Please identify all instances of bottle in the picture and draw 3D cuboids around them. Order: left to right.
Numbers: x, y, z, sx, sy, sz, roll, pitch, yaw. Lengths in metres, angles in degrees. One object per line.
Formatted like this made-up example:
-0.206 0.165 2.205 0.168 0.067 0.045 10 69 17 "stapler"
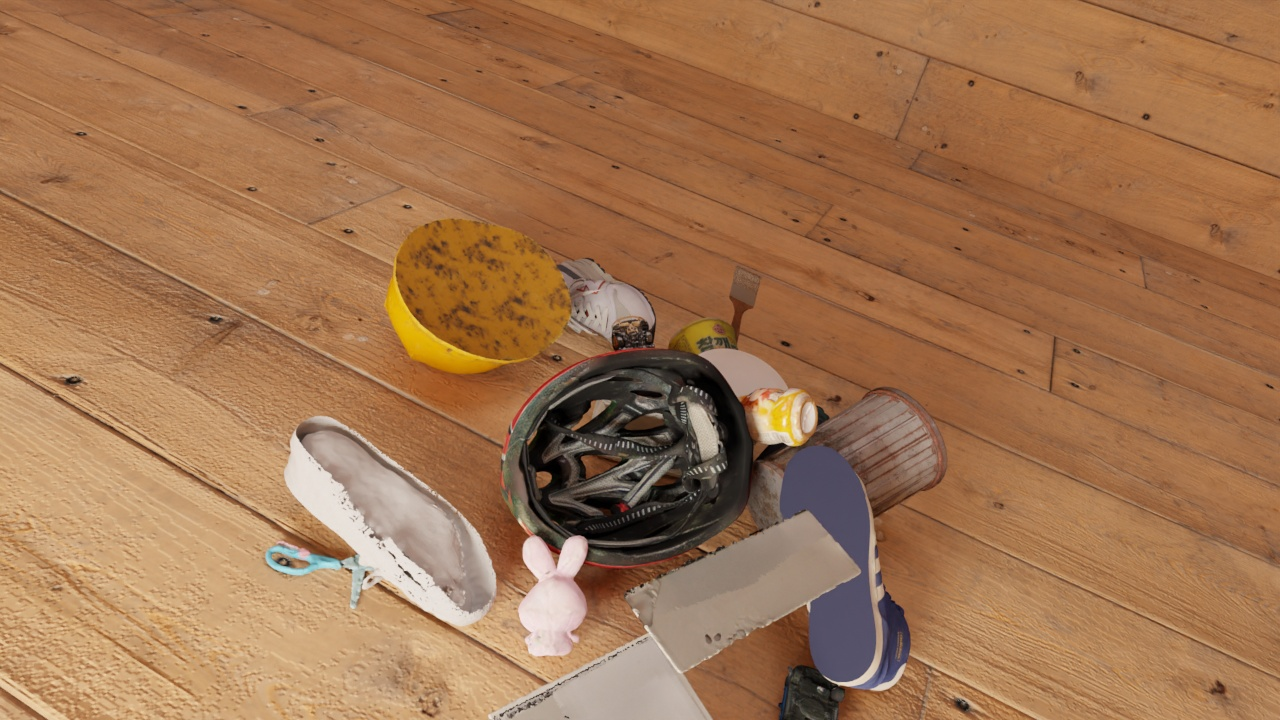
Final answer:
0.136 0.060 1.001 0.109 0.063 0.063 0 17 39 "bottle"

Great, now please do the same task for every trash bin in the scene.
0.235 0.124 1.035 0.210 0.131 0.131 -25 47 -23 "trash bin"

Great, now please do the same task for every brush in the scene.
0.142 -0.062 1.328 0.045 0.143 0.008 29 31 36 "brush"

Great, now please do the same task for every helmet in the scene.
-0.226 -0.063 1.169 0.254 0.132 0.205 -16 74 -50 "helmet"
-0.016 0.101 0.946 0.271 0.167 0.217 -11 84 -21 "helmet"

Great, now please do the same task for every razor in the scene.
0.179 0.111 1.129 0.142 0.047 0.052 -39 24 -25 "razor"

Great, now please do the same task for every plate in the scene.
0.114 0.040 1.088 0.134 0.011 0.134 10 47 -11 "plate"

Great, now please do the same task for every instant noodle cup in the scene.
0.099 0.012 1.247 0.102 0.102 0.108 1 43 -24 "instant noodle cup"

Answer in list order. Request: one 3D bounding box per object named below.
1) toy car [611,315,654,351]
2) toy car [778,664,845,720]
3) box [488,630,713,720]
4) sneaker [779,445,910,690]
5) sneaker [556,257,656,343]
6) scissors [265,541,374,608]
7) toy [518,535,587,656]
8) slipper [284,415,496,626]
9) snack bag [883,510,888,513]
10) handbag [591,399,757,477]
-0.006 0.006 1.063 0.047 0.047 0.112 -9 79 -17 "toy car"
0.145 0.321 0.810 0.056 0.044 0.120 21 28 8 "toy car"
-0.052 0.438 0.765 0.168 0.405 0.172 -13 42 -40 "box"
0.210 0.209 0.902 0.118 0.092 0.232 40 36 -46 "sneaker"
-0.084 -0.077 1.317 0.124 0.089 0.240 -9 30 -28 "sneaker"
-0.279 0.180 0.874 0.135 0.015 0.135 18 34 -10 "scissors"
-0.080 0.216 0.849 0.063 0.047 0.110 2 74 0 "toy"
-0.236 0.156 0.852 0.247 0.075 0.112 39 43 9 "slipper"
0.232 0.117 1.185 0.077 0.041 0.225 -5 38 -29 "snack bag"
0.043 0.064 1.127 0.198 0.096 0.141 14 32 -2 "handbag"
